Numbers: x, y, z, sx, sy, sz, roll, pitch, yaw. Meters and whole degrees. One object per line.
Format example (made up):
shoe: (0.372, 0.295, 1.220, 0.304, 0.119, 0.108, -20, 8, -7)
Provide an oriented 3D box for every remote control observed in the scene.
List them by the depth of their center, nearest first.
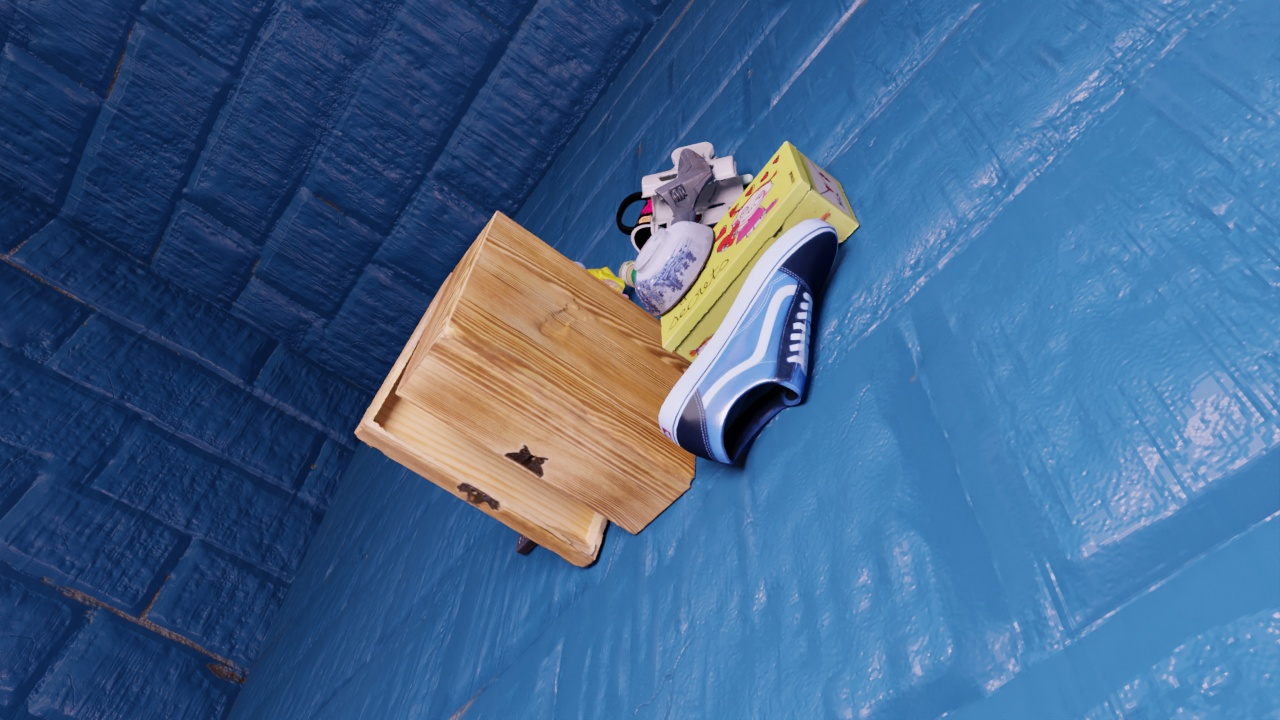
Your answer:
remote control: (-0.107, 0.189, 1.119, 0.137, 0.015, 0.032, -46, 21, 26)

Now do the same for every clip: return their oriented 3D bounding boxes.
clip: (0.066, -0.240, 1.191, 0.126, 0.101, 0.151, -9, 59, 14)

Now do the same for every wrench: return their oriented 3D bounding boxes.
wrench: (0.053, -0.140, 1.110, 0.073, 0.022, 0.272, -6, 65, 17)

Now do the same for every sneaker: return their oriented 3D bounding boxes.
sneaker: (0.123, -0.011, 0.793, 0.098, 0.083, 0.241, 27, 76, 39)

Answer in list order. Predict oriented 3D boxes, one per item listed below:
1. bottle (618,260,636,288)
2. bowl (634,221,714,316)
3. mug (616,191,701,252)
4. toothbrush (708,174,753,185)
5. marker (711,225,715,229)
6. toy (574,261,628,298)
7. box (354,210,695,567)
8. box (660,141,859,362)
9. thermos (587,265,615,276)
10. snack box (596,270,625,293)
bottle: (-0.001, -0.124, 1.336, 0.043, 0.043, 0.111, -58, 16, -1)
bowl: (0.026, -0.106, 0.977, 0.114, 0.045, 0.114, -51, 18, 24)
mug: (0.025, -0.201, 1.281, 0.082, 0.118, 0.098, 77, -149, -56)
toothbrush: (0.119, -0.241, 1.255, 0.022, 0.015, 0.155, -60, 18, -5)
marker: (0.095, -0.133, 1.138, 0.013, 0.013, 0.142, -48, 20, 27)
toy: (-0.121, -0.065, 1.182, 0.171, 0.120, 0.222, -63, 35, 22)
box: (-0.102, 0.026, 0.954, 0.193, 0.279, 0.250, -47, 20, 33)
box: (0.111, -0.100, 0.935, 0.221, 0.079, 0.124, -47, 21, 27)
thermos: (-0.111, -0.055, 1.441, 0.221, 0.098, 0.098, -53, 17, 33)
snack box: (-0.069, -0.057, 1.349, 0.029, 0.040, 0.148, -104, 35, -67)
